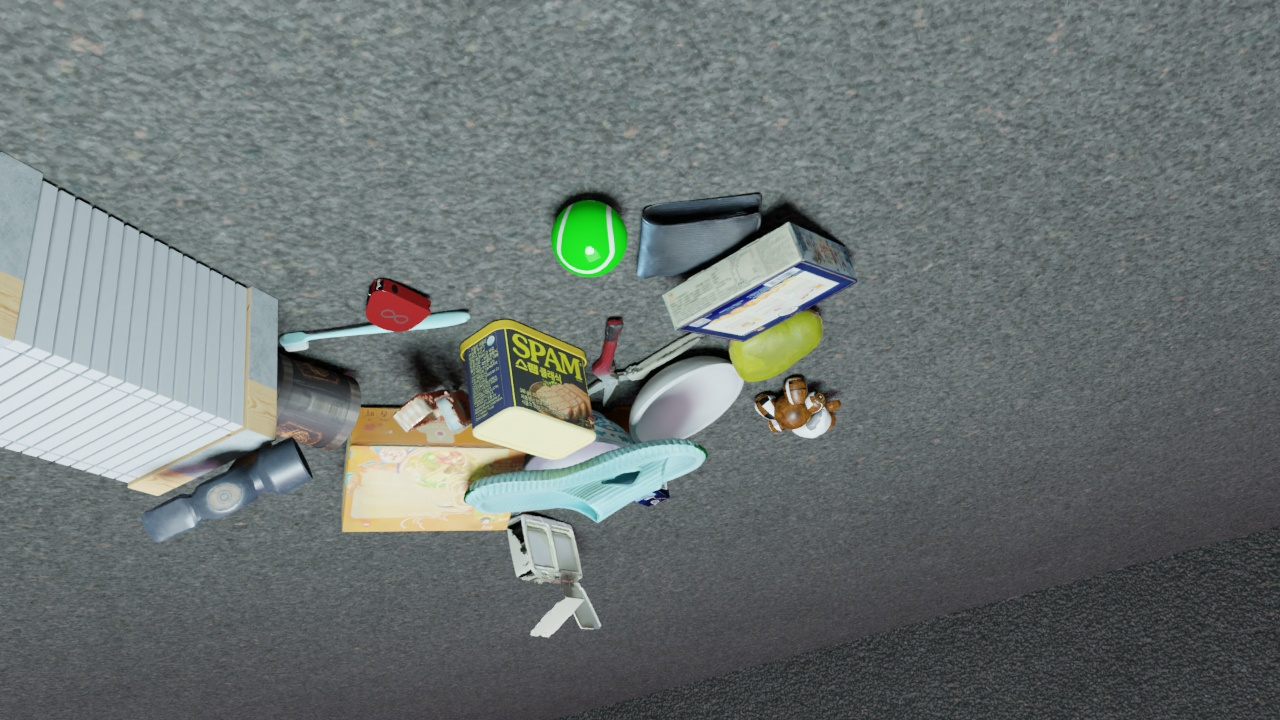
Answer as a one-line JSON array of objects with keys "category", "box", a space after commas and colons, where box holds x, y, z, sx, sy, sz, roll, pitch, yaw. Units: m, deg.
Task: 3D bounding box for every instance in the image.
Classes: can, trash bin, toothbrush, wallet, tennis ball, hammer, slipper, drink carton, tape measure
[{"category": "can", "box": [-0.115, 0.034, 0.958, 0.075, 0.104, 0.135, -30, 146, 29]}, {"category": "trash bin", "box": [-0.434, -0.013, 0.721, 0.143, 0.142, 0.247, -23, 149, 19]}, {"category": "toothbrush", "box": [-0.255, -0.029, 0.887, 0.180, 0.016, 0.017, -9, 148, -5]}, {"category": "wallet", "box": [0.054, -0.111, 0.849, 0.115, 0.026, 0.089, -8, 152, -7]}, {"category": "tennis ball", "box": [-0.044, -0.104, 0.784, 0.065, 0.065, 0.065, -9, 151, -5]}, {"category": "hammer", "box": [-0.380, 0.105, 0.879, 0.129, 0.040, 0.322, -26, -171, -16]}, {"category": "slipper", "box": [-0.058, 0.146, 1.019, 0.276, 0.069, 0.116, -11, 161, 0]}, {"category": "drink carton", "box": [-0.014, 0.151, 1.241, 0.040, 0.064, 0.130, -25, 147, 27]}, {"category": "tape measure", "box": [-0.232, -0.051, 0.855, 0.052, 0.019, 0.059, -30, 139, 33]}]

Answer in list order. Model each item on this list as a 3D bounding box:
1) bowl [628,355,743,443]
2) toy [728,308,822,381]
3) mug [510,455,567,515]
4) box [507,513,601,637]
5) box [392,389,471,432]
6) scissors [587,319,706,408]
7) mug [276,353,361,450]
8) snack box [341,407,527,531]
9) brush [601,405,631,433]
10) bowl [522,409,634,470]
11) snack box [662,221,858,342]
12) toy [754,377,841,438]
[{"category": "bowl", "box": [0.046, 0.039, 1.075, 0.149, 0.043, 0.150, -23, 149, -15]}, {"category": "toy", "box": [0.152, -0.019, 1.016, 0.110, 0.051, 0.090, -21, 138, 6]}, {"category": "mug", "box": [-0.125, 0.148, 1.187, 0.111, 0.081, 0.118, 3, 140, -32]}, {"category": "box", "box": [-0.120, 0.316, 1.369, 0.080, 0.180, 0.143, -26, 155, 21]}, {"category": "box", "box": [-0.205, 0.055, 0.939, 0.067, 0.057, 0.187, 31, 177, -3]}, {"category": "scissors", "box": [-0.011, 0.003, 1.034, 0.179, 0.015, 0.199, -14, 152, 4]}, {"category": "mug", "box": [-0.359, 0.038, 0.919, 0.116, 0.080, 0.107, -1, 161, 41]}, {"category": "snack box", "box": [-0.243, 0.123, 1.069, 0.195, 0.080, 0.145, 3, 130, -19]}, {"category": "brush", "box": [-0.021, 0.075, 1.152, 0.126, 0.017, 0.049, 3, 147, -25]}, {"category": "bowl", "box": [-0.071, 0.106, 1.105, 0.144, 0.074, 0.144, -4, 142, -3]}, {"category": "snack box", "box": [0.119, -0.071, 0.891, 0.145, 0.042, 0.144, -29, 162, 28]}, {"category": "toy", "box": [0.210, 0.066, 1.185, 0.087, 0.067, 0.112, -34, 153, 33]}]
